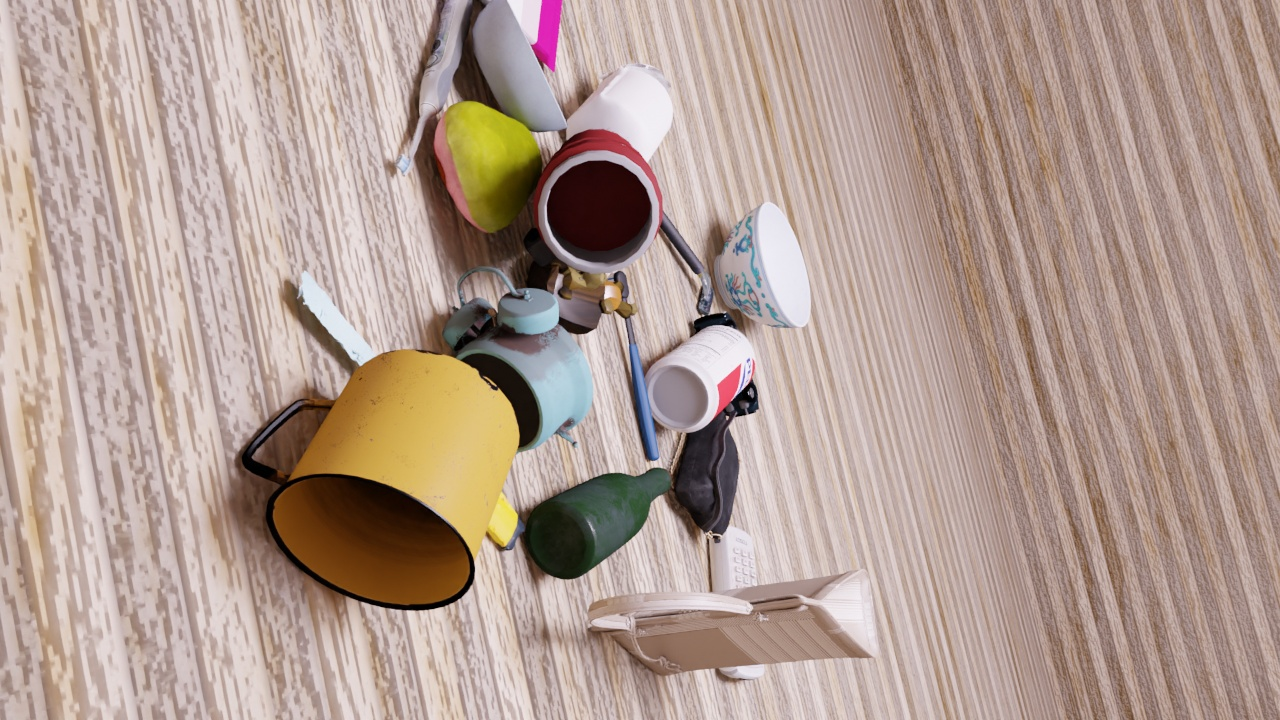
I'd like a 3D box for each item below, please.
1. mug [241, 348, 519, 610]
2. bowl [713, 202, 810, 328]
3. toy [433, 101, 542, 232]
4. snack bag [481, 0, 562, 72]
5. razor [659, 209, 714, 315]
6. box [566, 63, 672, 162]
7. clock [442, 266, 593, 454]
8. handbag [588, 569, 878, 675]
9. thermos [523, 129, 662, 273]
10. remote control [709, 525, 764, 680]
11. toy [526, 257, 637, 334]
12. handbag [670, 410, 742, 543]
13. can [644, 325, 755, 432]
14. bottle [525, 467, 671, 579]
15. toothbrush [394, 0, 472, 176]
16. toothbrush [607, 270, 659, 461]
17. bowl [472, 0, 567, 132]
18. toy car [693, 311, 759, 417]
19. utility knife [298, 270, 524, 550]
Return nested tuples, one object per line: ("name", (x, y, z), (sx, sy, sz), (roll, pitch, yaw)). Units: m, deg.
("mug", (-0.129, 0.053, 0.463), (0.123, 0.101, 0.093), (22, 42, -6))
("bowl", (0.130, -0.098, 1.037), (0.144, 0.074, 0.143), (37, 45, -50))
("toy", (-0.102, -0.137, 0.646), (0.109, 0.051, 0.090), (-34, 105, -65))
("snack bag", (-0.111, -0.299, 0.708), (0.196, 0.016, 0.070), (24, 68, -65))
("razor", (0.044, -0.110, 0.939), (0.144, 0.022, 0.042), (55, 32, -33))
("box", (-0.015, -0.223, 0.829), (0.089, 0.080, 0.142), (48, 33, -14))
("clock", (-0.082, 0.001, 0.577), (0.053, 0.090, 0.124), (-42, 115, -49))
("handbag", (0.043, 0.175, 0.631), (0.197, 0.176, 0.062), (29, 52, -51))
("thermos", (-0.040, -0.115, 0.668), (0.084, 0.108, 0.198), (51, 9, -16))
("remote control", (0.089, 0.223, 0.849), (0.060, 0.025, 0.138), (32, 49, -53))
("toy", (-0.039, -0.050, 0.703), (0.100, 0.063, 0.076), (9, 49, -41))
("handbag", (0.068, 0.106, 0.842), (0.079, 0.054, 0.128), (63, 27, -30))
("can", (0.057, 0.014, 0.848), (0.131, 0.070, 0.070), (-34, 107, -61))
("bottle", (-0.018, 0.108, 0.678), (0.173, 0.055, 0.055), (-17, 91, -64))
("toothbrush", (-0.142, -0.192, 0.635), (0.024, 0.022, 0.185), (46, 40, -44))
("toothbrush", (-0.005, 0.005, 0.795), (0.014, 0.014, 0.167), (-8, 87, -51))
("bowl", (-0.096, -0.216, 0.689), (0.106, 0.039, 0.106), (64, 1, -4))
("toy car", (0.089, 0.005, 0.939), (0.034, 0.046, 0.112), (-38, 112, -59))
("utility knife", (-0.130, 0.036, 0.544), (0.030, 0.019, 0.224), (-79, 148, -50))
